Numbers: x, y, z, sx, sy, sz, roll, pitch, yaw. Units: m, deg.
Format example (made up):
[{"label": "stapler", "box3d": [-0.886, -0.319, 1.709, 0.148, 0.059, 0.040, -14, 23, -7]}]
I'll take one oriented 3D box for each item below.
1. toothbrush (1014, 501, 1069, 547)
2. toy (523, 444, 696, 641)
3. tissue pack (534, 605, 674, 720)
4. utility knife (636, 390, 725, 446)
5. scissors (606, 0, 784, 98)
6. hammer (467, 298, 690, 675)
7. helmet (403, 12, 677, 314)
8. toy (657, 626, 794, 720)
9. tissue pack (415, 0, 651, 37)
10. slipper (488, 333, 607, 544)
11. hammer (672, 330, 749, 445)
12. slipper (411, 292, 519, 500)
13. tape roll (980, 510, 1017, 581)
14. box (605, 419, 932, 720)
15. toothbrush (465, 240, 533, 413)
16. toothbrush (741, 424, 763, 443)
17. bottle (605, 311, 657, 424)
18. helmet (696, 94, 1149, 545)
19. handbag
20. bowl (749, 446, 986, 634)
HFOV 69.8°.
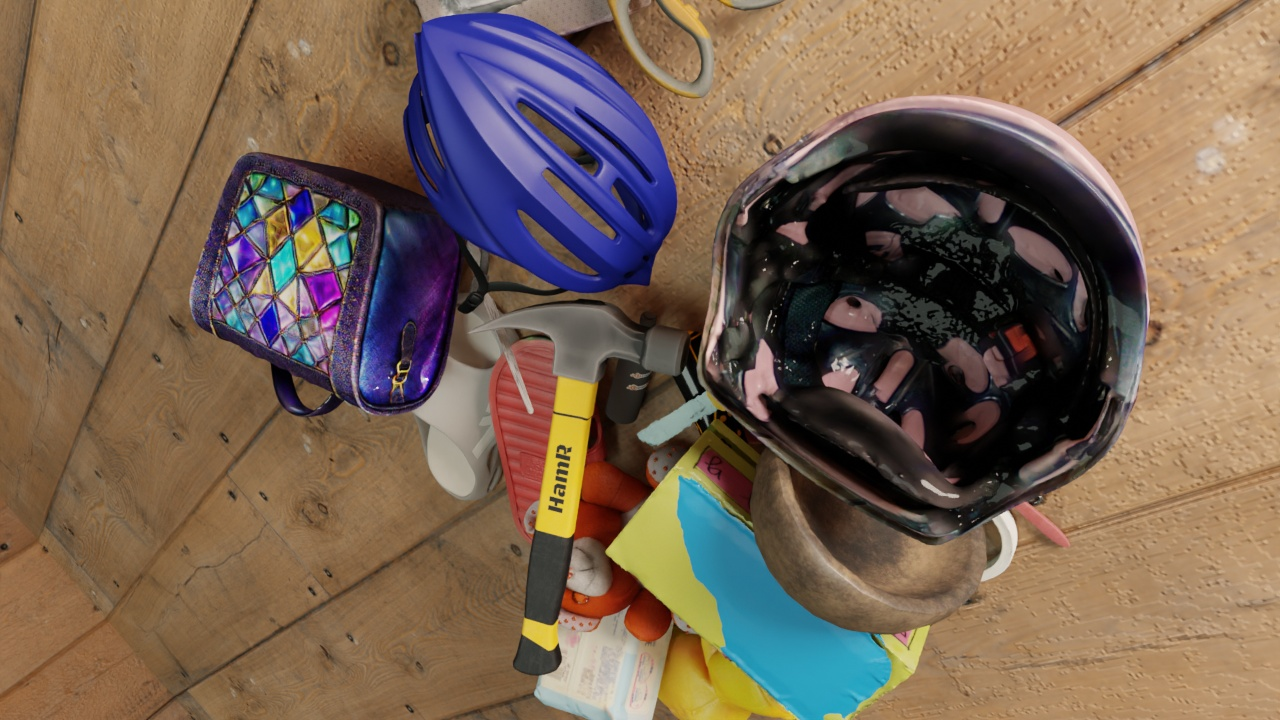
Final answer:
[{"label": "toothbrush", "box3d": [0.231, 0.070, 0.647, 0.184, 0.015, 0.015, 42, 128, 4]}, {"label": "toy", "box3d": [-0.014, 0.166, 0.803, 0.172, 0.092, 0.163, -15, 87, 9]}, {"label": "tissue pack", "box3d": [-0.027, 0.256, 0.883, 0.112, 0.181, 0.070, 4, 163, 40]}, {"label": "utility knife", "box3d": [0.080, 0.011, 0.680, 0.219, 0.019, 0.030, -33, 87, 25]}, {"label": "scissors", "box3d": [-0.009, -0.270, 0.548, 0.134, 0.016, 0.228, -37, 104, 22]}, {"label": "hammer", "box3d": [-0.069, 0.108, 0.737, 0.170, 0.034, 0.325, 13, 105, 12]}, {"label": "helmet", "box3d": [-0.092, -0.120, 0.647, 0.228, 0.147, 0.241, -23, 136, 40]}, {"label": "toy", "box3d": [0.088, 0.304, 0.868, 0.134, 0.087, 0.194, 51, 135, -9]}, {"label": "tissue pack", "box3d": [-0.091, -0.264, 0.628, 0.182, 0.071, 0.104, 2, 121, 41]}, {"label": "slipper", "box3d": [-0.081, 0.075, 0.853, 0.103, 0.058, 0.249, 17, 127, 20]}, {"label": "hammer", "box3d": [0.094, 0.124, 0.740, 0.124, 0.036, 0.320, -22, 97, 35]}, {"label": "slipper", "box3d": [-0.186, 0.059, 0.911, 0.113, 0.080, 0.267, 35, 135, 17]}, {"label": "tape roll", "box3d": [0.231, 0.125, 0.685, 0.093, 0.013, 0.093, 19, 129, 26]}, {"label": "box", "box3d": [0.097, 0.165, 0.691, 0.221, 0.081, 0.125, 38, 126, 7]}, {"label": "toothbrush", "box3d": [-0.120, -0.033, 0.784, 0.010, 0.010, 0.181, -56, 50, 45]}, {"label": "toothbrush", "box3d": [0.118, 0.051, 0.718, 0.135, 0.016, 0.021, -13, 104, 42]}, {"label": "bottle", "box3d": [-0.005, 0.004, 0.769, 0.030, 0.030, 0.113, 31, 133, 16]}, {"label": "helmet", "box3d": [0.167, -0.036, 0.523, 0.230, 0.152, 0.256, 31, 132, 21]}, {"label": "handbag", "box3d": [-0.277, -0.055, 0.816, 0.205, 0.125, 0.222, 22, 102, 23]}, {"label": "bowl", "box3d": [0.145, 0.111, 0.622, 0.162, 0.161, 0.070, 40, 134, 8]}]
